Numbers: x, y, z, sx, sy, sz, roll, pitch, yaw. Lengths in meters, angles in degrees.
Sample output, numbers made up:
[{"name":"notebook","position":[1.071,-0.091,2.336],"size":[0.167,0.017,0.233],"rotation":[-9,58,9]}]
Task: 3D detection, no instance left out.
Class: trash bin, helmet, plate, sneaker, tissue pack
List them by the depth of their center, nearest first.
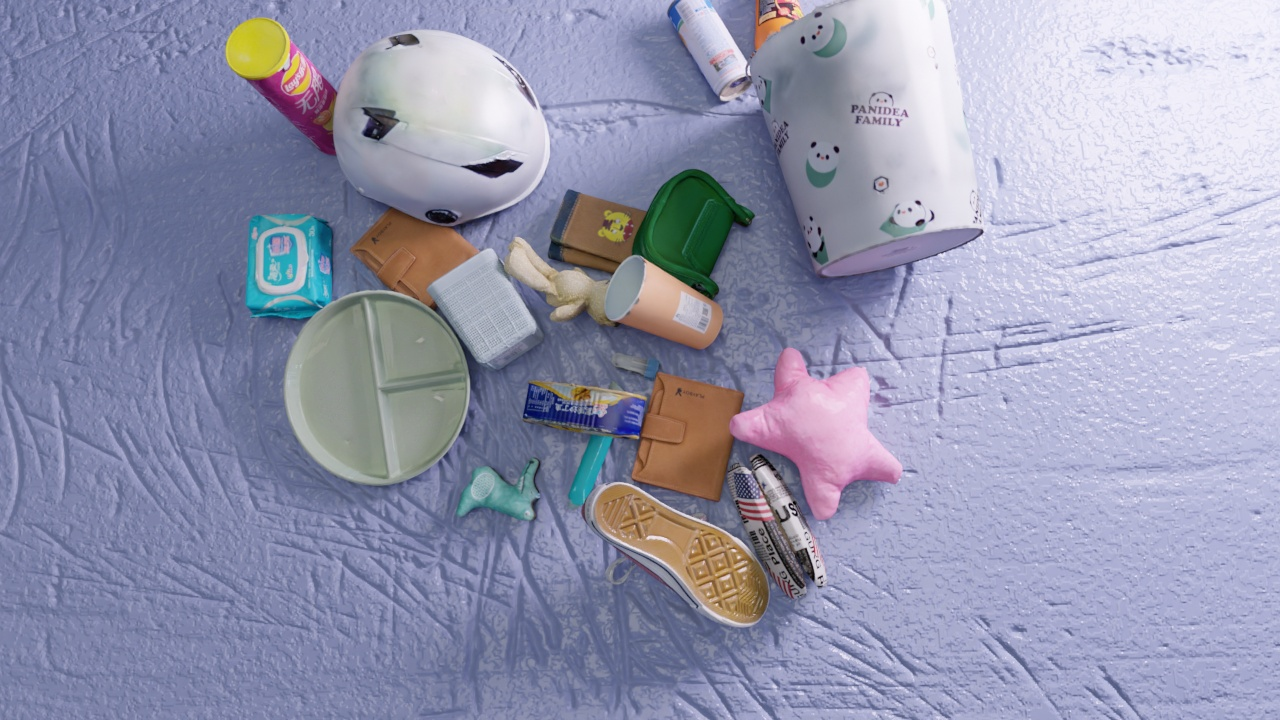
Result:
[{"name":"sneaker","position":[0.034,0.211,1.011],"size":[0.241,0.088,0.118],"rotation":[34,71,-13]},{"name":"trash bin","position":[0.256,-0.236,1.016],"size":[0.229,0.229,0.252],"rotation":[-13,84,2]},{"name":"helmet","position":[-0.233,-0.288,1.076],"size":[0.258,0.146,0.228],"rotation":[13,78,-5]},{"name":"plate","position":[-0.310,0.032,1.088],"size":[0.230,0.027,0.230],"rotation":[0,88,8]},{"name":"tissue pack","position":[-0.433,-0.113,1.131],"size":[0.093,0.050,0.133],"rotation":[-4,79,3]}]

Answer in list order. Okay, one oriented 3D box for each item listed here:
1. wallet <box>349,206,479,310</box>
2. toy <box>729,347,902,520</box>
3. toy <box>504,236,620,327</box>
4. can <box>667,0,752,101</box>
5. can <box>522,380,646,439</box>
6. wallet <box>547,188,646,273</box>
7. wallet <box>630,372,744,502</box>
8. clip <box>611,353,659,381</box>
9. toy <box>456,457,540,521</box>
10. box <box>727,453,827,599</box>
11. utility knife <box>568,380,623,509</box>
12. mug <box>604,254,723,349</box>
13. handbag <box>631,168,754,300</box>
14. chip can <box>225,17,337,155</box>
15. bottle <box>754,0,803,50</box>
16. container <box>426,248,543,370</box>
[{"name":"wallet","position":[-0.281,-0.127,1.132],"size":[0.130,0.035,0.119],"rotation":[40,79,11]},{"name":"toy","position":[0.212,0.076,1.028],"size":[0.194,0.075,0.178],"rotation":[43,71,0]},{"name":"toy","position":[-0.087,-0.091,1.070],"size":[0.157,0.105,0.066],"rotation":[28,121,-11]},{"name":"can","position":[0.087,-0.390,1.136],"size":[0.053,0.053,0.134],"rotation":[-28,78,-1]},{"name":"can","position":[-0.065,0.056,1.045],"size":[0.148,0.074,0.049],"rotation":[6,81,27]},{"name":"wallet","position":[-0.048,-0.152,1.115],"size":[0.115,0.033,0.090],"rotation":[16,80,4]},{"name":"wallet","position":[0.054,0.087,1.061],"size":[0.108,0.031,0.131],"rotation":[14,80,6]},{"name":"clip","position":[-0.006,0.006,1.088],"size":[0.058,0.038,0.026],"rotation":[15,83,6]},{"name":"toy","position":[-0.157,0.151,1.069],"size":[0.092,0.030,0.096],"rotation":[21,74,4]},{"name":"box","position":[0.141,0.187,1.017],"size":[0.082,0.075,0.163],"rotation":[-27,80,11]},{"name":"utility knife","position":[-0.051,0.101,1.077],"size":[0.029,0.013,0.157],"rotation":[20,84,11]},{"name":"mug","position":[0.030,-0.061,1.045],"size":[0.122,0.078,0.078],"rotation":[22,80,-28]},{"name":"handbag","position":[0.060,-0.149,1.077],"size":[0.120,0.068,0.131],"rotation":[26,77,-11]},{"name":"chip can","position":[-0.402,-0.317,1.085],"size":[0.071,0.210,0.071],"rotation":[-1,80,5]},{"name":"bottle","position":[0.170,-0.437,1.137],"size":[0.067,0.067,0.149],"rotation":[-5,72,4]},{"name":"container","position":[-0.177,-0.055,1.079],"size":[0.090,0.090,0.111],"rotation":[-33,81,-1]}]
